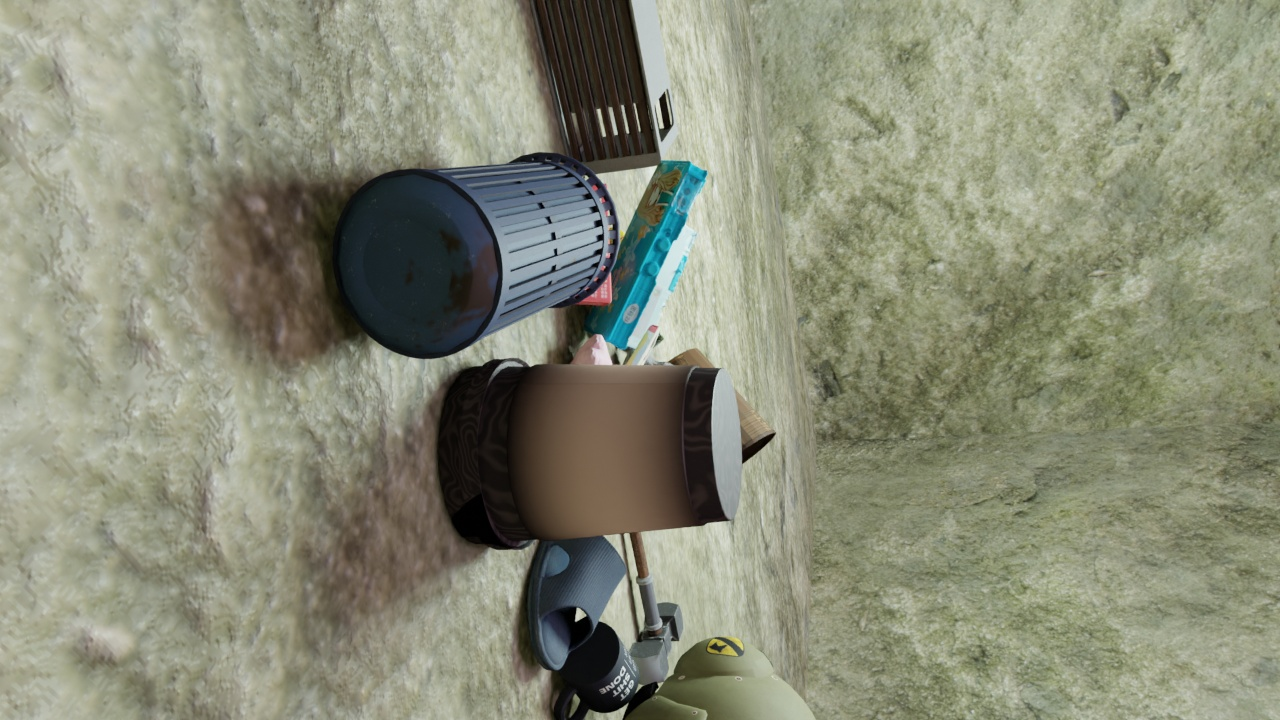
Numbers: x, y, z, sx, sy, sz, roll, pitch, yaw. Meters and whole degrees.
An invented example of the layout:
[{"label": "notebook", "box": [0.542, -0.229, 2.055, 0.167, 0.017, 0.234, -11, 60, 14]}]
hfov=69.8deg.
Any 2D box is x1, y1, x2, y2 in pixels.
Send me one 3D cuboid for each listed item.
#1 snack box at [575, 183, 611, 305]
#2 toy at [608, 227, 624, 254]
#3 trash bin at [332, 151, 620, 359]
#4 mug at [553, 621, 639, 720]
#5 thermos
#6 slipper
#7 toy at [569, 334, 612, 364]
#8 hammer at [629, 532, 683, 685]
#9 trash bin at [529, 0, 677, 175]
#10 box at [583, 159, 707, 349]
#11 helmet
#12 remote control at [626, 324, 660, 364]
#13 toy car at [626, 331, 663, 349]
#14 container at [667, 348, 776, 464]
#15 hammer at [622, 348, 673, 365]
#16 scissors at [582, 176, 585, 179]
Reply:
[{"label": "snack box", "box": [-0.076, -0.127, 0.980, 0.021, 0.089, 0.133, -14, -104, 61]}, {"label": "toy", "box": [-0.028, -0.103, 1.174, 0.137, 0.067, 0.105, 65, 34, -33]}, {"label": "trash bin", "box": [-0.119, -0.088, 0.714, 0.249, 0.139, 0.139, -39, 124, -69]}, {"label": "mug", "box": [-0.054, 0.340, 0.974, 0.104, 0.071, 0.077, -52, 143, -26]}, {"label": "thermos", "box": [-0.035, 0.077, 0.797, 0.172, 0.226, 0.172, -3, 89, -74]}, {"label": "slipper", "box": [-0.052, 0.203, 0.972, 0.262, 0.083, 0.101, -80, 160, -44]}, {"label": "toy", "box": [-0.057, 0.012, 1.038, 0.096, 0.053, 0.098, 106, -3, -47]}, {"label": "hammer", "box": [-0.002, 0.256, 1.220, 0.155, 0.043, 0.322, -49, 130, -68]}, {"label": "trash bin", "box": [-0.039, -0.353, 1.091, 0.114, 0.115, 0.229, -67, 149, -58]}, {"label": "box", "box": [0.009, -0.125, 1.114, 0.227, 0.083, 0.172, -65, 172, 3]}, {"label": "helmet", "box": [0.073, 0.437, 0.992, 0.232, 0.256, 0.250, -22, 108, -78]}, {"label": "remote control", "box": [-0.006, 0.006, 1.087, 0.038, 0.018, 0.125, 109, 8, -49]}, {"label": "toy car", "box": [-0.003, -0.035, 1.273, 0.033, 0.048, 0.105, 55, 7, 20]}, {"label": "container", "box": [0.093, 0.078, 1.333, 0.167, 0.132, 0.132, 54, 9, 16]}, {"label": "hammer", "box": [-0.009, 0.066, 1.114, 0.049, 0.121, 0.317, -64, 171, 24]}, {"label": "scissors", "box": [-0.084, -0.161, 1.072, 0.171, 0.014, 0.090, -53, 138, -64]}]
